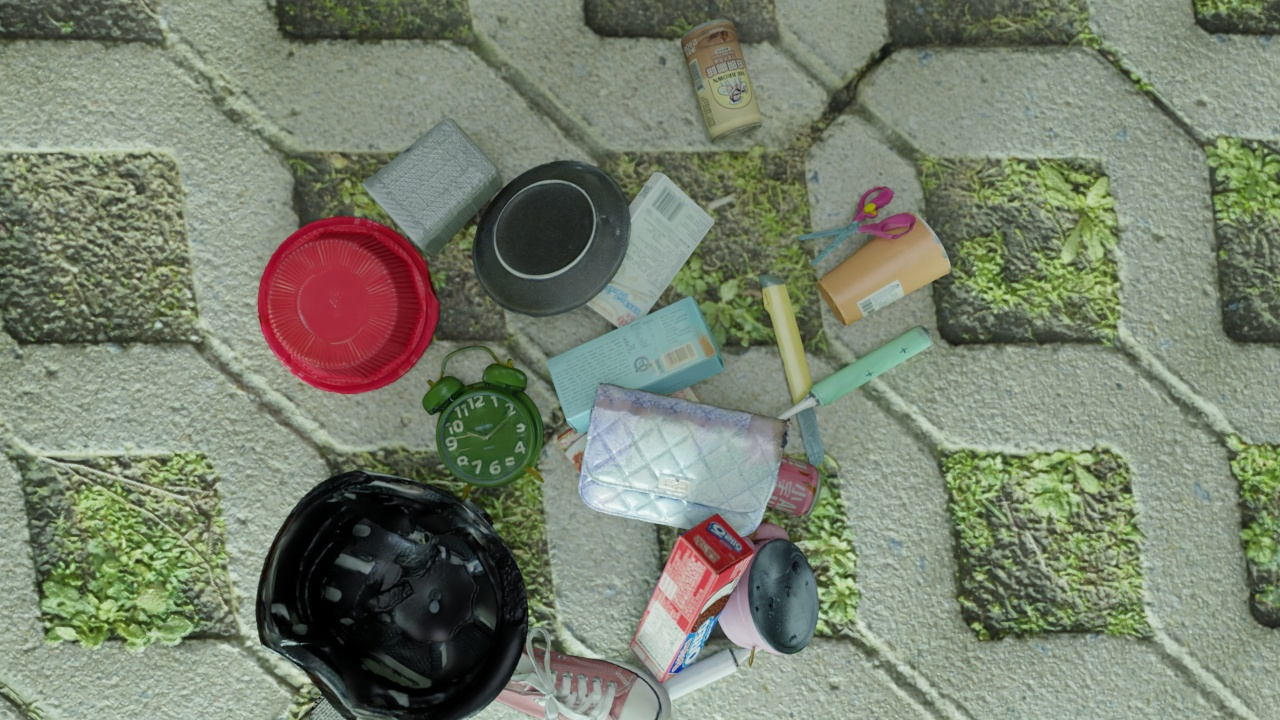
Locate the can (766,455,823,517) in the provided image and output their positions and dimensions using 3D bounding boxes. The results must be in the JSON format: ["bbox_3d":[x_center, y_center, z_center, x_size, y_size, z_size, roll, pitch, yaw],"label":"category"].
[{"bbox_3d":[0.117,0.120,0.986,0.147,0.058,0.058,18,91,-2],"label":"can"}]

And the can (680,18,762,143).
[{"bbox_3d":[0.086,-0.295,0.970,0.058,0.058,0.116,-18,92,-1],"label":"can"}]

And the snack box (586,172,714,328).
[{"bbox_3d":[0.002,-0.112,0.972,0.084,0.027,0.157,36,91,-33],"label":"snack box"}]

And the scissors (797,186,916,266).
[{"bbox_3d":[0.231,-0.139,0.968,0.133,0.130,0.017,-42,127,-14],"label":"scissors"}]

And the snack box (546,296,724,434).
[{"bbox_3d":[-0.006,0.006,0.961,0.175,0.051,0.074,-24,63,5],"label":"snack box"}]

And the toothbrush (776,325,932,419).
[{"bbox_3d":[0.217,0.025,0.991,0.224,0.026,0.027,-29,116,-6],"label":"toothbrush"}]

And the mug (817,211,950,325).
[{"bbox_3d":[0.255,-0.093,0.977,0.123,0.078,0.078,-33,92,4],"label":"mug"}]

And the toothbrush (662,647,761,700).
[{"bbox_3d":[0.075,0.340,1.009,0.221,0.026,0.026,-24,115,-1],"label":"toothbrush"}]

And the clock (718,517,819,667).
[{"bbox_3d":[0.126,0.230,0.965,0.060,0.117,0.158,-18,83,43],"label":"clock"}]

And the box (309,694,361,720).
[{"bbox_3d":[-0.280,0.409,0.974,0.163,0.083,0.075,45,83,0],"label":"box"}]

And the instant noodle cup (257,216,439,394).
[{"bbox_3d":[-0.315,-0.059,0.966,0.194,0.066,0.194,0,91,-2],"label":"instant noodle cup"}]

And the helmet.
[{"bbox_3d":[-0.232,0.237,0.926,0.274,0.157,0.230,23,82,8],"label":"helmet"}]

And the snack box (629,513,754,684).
[{"bbox_3d":[0.047,0.244,0.927,0.057,0.208,0.058,-23,55,-38],"label":"snack box"}]

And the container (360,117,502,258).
[{"bbox_3d":[-0.210,-0.181,0.954,0.114,0.090,0.090,-43,93,-3],"label":"container"}]

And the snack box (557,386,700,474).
[{"bbox_3d":[-0.009,0.072,0.997,0.153,0.025,0.075,-35,93,0],"label":"snack box"}]

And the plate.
[{"bbox_3d":[-0.097,-0.132,0.950,0.180,0.024,0.179,-6,69,16],"label":"plate"}]

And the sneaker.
[{"bbox_3d":[-0.086,0.344,0.960,0.241,0.088,0.118,17,81,5],"label":"sneaker"}]

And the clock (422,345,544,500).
[{"bbox_3d":[-0.167,0.064,0.977,0.116,0.056,0.161,-15,92,-2],"label":"clock"}]

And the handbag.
[{"bbox_3d":[0.040,0.100,0.908,0.194,0.075,0.134,10,117,-1],"label":"handbag"}]

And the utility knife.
[{"bbox_3d":[0.169,0.011,1.003,0.031,0.022,0.220,-14,86,2],"label":"utility knife"}]
